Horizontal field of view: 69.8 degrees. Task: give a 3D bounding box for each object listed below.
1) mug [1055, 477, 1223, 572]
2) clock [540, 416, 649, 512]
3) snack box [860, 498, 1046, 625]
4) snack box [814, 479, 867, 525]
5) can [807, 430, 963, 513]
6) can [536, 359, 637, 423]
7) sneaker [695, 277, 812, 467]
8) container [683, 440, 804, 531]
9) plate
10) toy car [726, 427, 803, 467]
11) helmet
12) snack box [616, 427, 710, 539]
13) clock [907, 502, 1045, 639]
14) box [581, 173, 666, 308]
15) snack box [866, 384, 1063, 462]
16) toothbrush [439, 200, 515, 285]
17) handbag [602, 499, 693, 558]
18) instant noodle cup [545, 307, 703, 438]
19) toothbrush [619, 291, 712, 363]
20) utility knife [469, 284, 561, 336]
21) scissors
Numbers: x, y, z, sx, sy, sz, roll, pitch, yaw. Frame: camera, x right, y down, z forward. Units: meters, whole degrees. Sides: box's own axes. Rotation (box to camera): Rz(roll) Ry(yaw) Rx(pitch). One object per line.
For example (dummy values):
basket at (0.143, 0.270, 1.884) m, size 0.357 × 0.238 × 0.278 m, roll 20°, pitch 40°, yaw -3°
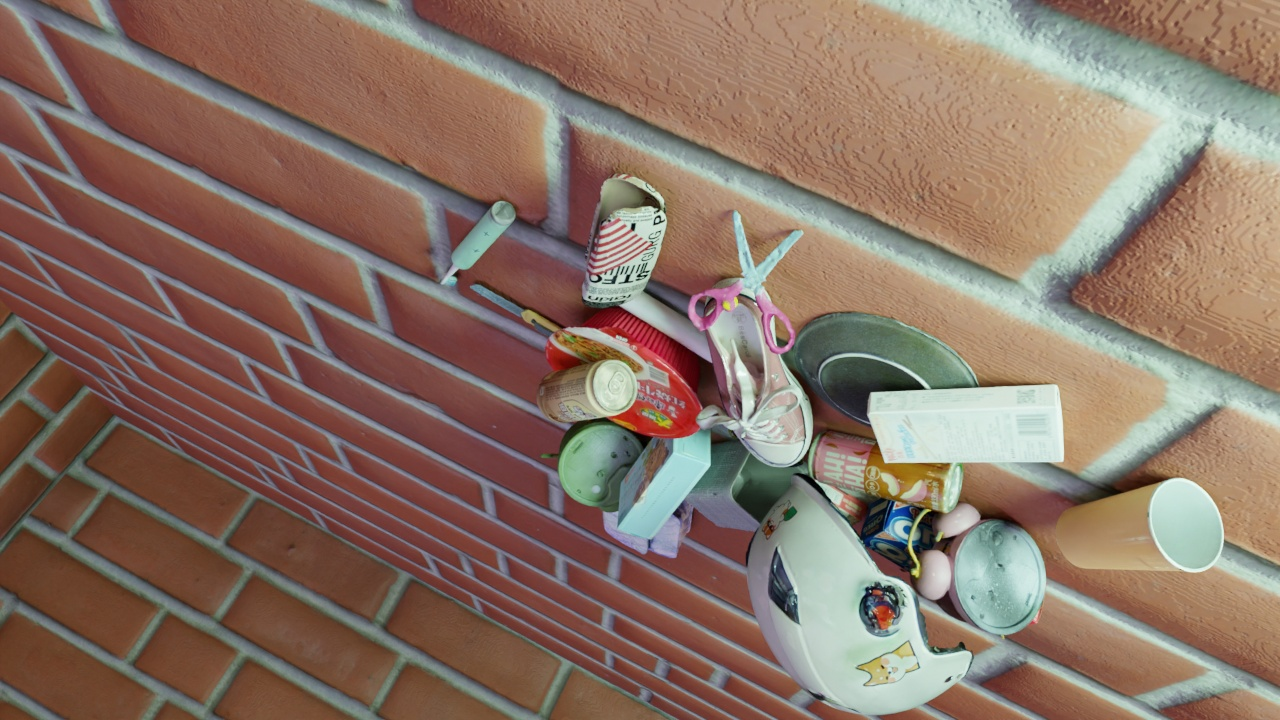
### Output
mug at (0.438, 0.152, 0.820) m, size 0.078 × 0.078 × 0.123 m, roll 34°, pitch 158°, yaw -7°
clock at (-0.041, 0.138, 1.215) m, size 0.161 × 0.116 × 0.056 m, roll 38°, pitch -172°, yaw -21°
snack box at (0.353, 0.229, 1.043) m, size 0.207 × 0.057 × 0.058 m, roll 31°, pitch 150°, yaw -1°
snack box at (0.213, 0.190, 1.147) m, size 0.075 × 0.025 × 0.153 m, roll 32°, pitch 152°, yaw -2°
can at (0.251, 0.113, 0.946) m, size 0.147 × 0.057 × 0.058 m, roll 11°, pitch 147°, yaw 32°
can at (-0.059, 0.034, 0.973) m, size 0.058 × 0.058 × 0.117 m, roll 43°, pitch 150°, yaw -23°
sneaker at (0.108, 0.034, 0.890) m, size 0.118 × 0.087 × 0.241 m, roll -1°, pitch 135°, yaw 23°
container at (0.118, 0.151, 1.108) m, size 0.090 × 0.090 × 0.114 m, roll 42°, pitch 153°, yaw -21°
plate at (0.224, 0.023, 0.859) m, size 0.179 × 0.024 × 0.180 m, roll 23°, pitch 152°, yaw 13°
toy car at (0.143, 0.086, 1.035) m, size 0.105 × 0.032 × 0.048 m, roll 38°, pitch 151°, yaw -24°
helmet at (0.204, 0.269, 0.981) m, size 0.274 × 0.157 × 0.230 m, roll 49°, pitch 177°, yaw -14°
snack box at (0.027, 0.140, 1.121) m, size 0.051 × 0.074 × 0.175 m, roll 19°, pitch 132°, yaw -15°
clock at (0.347, 0.216, 0.967) m, size 0.158 × 0.117 × 0.060 m, roll 36°, pitch 161°, yaw -12°
box at (-0.016, -0.114, 0.849) m, size 0.075 × 0.083 × 0.164 m, roll -5°, pitch 153°, yaw -12°
snack box at (0.289, 0.059, 0.816) m, size 0.157 × 0.026 × 0.085 m, roll -3°, pitch 140°, yaw 26°
toothbrush at (-0.188, -0.122, 1.014) m, size 0.027 × 0.026 × 0.225 m, roll 17°, pitch 158°, yaw -24°
handbag at (0.005, 0.220, 1.344) m, size 0.134 × 0.075 × 0.194 m, roll 23°, pitch 151°, yaw 14°
instant noodle cup at (-0.006, 0.006, 1.010) m, size 0.194 × 0.065 × 0.194 m, roll 24°, pitch 153°, yaw 13°
toothbrush at (0.057, -0.023, 0.943) m, size 0.221 × 0.026 × 0.026 m, roll 31°, pitch 129°, yaw -3°
utility knife at (-0.106, -0.037, 1.096) m, size 0.220 × 0.022 × 0.031 m, roll 34°, pitch 147°, yaw 2°
scissors at (0.099, -0.061, 0.790) m, size 0.130 × 0.017 × 0.134 m, roll 47°, pitch 123°, yaw 4°
